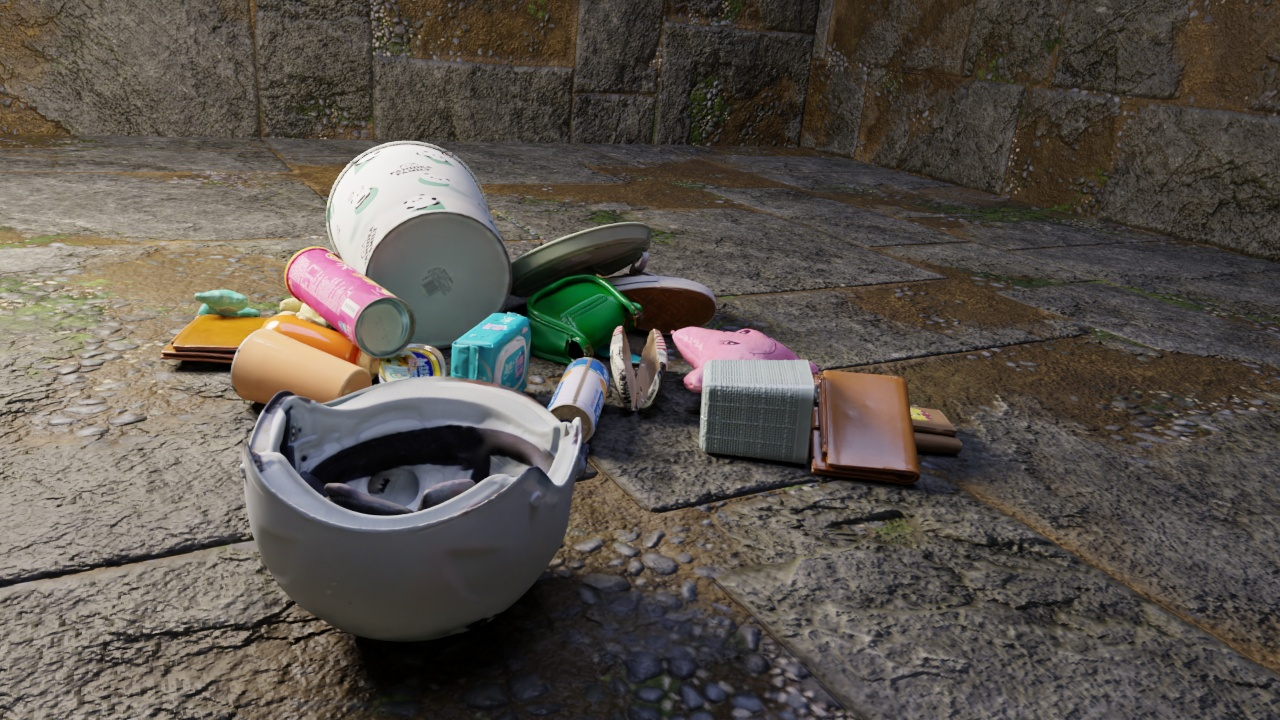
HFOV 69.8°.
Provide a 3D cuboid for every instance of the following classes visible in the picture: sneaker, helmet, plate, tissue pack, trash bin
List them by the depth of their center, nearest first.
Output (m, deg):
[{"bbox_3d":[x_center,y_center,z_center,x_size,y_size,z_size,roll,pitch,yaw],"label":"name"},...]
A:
[{"bbox_3d":[-0.154,0.107,0.648,0.229,0.146,0.258,4,12,-6],"label":"helmet"},{"bbox_3d":[-0.161,0.008,0.987,0.050,0.093,0.133,11,21,11],"label":"tissue pack"},{"bbox_3d":[-0.288,-0.150,1.223,0.229,0.230,0.252,-4,27,-22],"label":"trash bin"},{"bbox_3d":[-0.013,-0.095,1.298,0.241,0.118,0.087,1,40,5],"label":"sneaker"},{"bbox_3d":[-0.089,-0.137,1.298,0.230,0.027,0.230,-20,-7,-3],"label":"plate"}]

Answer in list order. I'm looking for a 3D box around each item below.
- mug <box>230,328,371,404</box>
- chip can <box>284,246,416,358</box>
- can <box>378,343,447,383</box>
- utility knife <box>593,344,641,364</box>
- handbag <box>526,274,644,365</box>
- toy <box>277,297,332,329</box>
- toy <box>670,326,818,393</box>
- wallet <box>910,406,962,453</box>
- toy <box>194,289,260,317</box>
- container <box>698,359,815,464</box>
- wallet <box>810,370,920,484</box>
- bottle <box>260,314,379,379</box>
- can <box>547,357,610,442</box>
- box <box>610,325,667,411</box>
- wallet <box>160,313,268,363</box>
[{"bbox_3d":[-0.345,0.021,0.946,0.123,0.078,0.078,17,23,15],"label":"mug"},{"bbox_3d":[-0.331,-0.068,1.038,0.071,0.071,0.211,-11,27,-37],"label":"chip can"},{"bbox_3d":[-0.243,0.028,0.977,0.074,0.049,0.148,0,20,-15],"label":"can"},{"bbox_3d":[-0.060,-0.018,1.199,0.158,0.013,0.029,18,27,31],"label":"utility knife"},{"bbox_3d":[-0.074,-0.051,1.173,0.120,0.068,0.131,22,39,32],"label":"handbag"},{"bbox_3d":[-0.410,-0.064,1.164,0.105,0.066,0.157,12,21,1],"label":"toy"},{"bbox_3d":[0.109,0.004,1.084,0.179,0.075,0.194,23,24,20],"label":"toy"},{"bbox_3d":[0.286,0.072,1.013,0.115,0.033,0.090,7,19,-3],"label":"wallet"},{"bbox_3d":[-0.526,-0.067,1.163,0.096,0.030,0.092,4,-16,-41],"label":"toy"},{"bbox_3d":[0.118,0.050,0.953,0.111,0.090,0.089,3,20,3],"label":"container"},{"bbox_3d":[0.229,0.066,0.950,0.108,0.031,0.131,5,45,3],"label":"wallet"},{"bbox_3d":[-0.352,-0.008,1.040,0.149,0.067,0.066,13,20,-2],"label":"bottle"},{"bbox_3d":[-0.066,0.043,0.972,0.053,0.053,0.134,6,20,3],"label":"can"},{"bbox_3d":[-0.015,0.007,1.069,0.082,0.075,0.163,15,21,-9],"label":"box"},{"bbox_3d":[-0.499,-0.027,1.086,0.119,0.035,0.130,0,17,-9],"label":"wallet"}]
